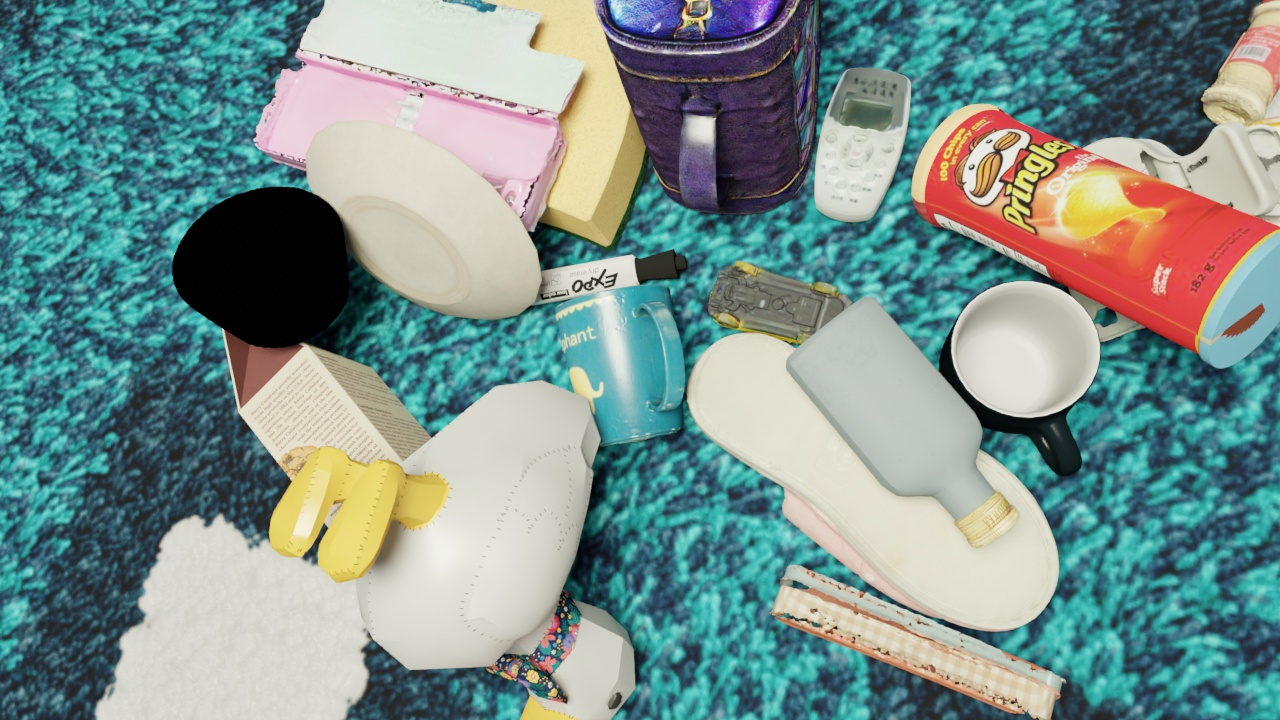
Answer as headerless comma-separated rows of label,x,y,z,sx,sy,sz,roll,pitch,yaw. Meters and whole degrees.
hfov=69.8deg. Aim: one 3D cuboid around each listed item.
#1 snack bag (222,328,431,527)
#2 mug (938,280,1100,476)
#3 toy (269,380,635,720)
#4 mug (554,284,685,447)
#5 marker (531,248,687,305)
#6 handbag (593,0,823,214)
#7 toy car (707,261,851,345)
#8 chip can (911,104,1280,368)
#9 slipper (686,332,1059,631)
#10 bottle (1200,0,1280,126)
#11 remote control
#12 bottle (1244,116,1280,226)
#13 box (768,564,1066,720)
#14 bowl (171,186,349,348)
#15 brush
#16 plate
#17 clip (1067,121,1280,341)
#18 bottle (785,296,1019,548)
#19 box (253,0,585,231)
snack bag,-0.229,0.044,0.689,0.070,0.094,0.206,-44,74,1
mug,0.246,0.017,0.588,0.085,0.094,0.121,-26,76,7
toy,-0.087,0.132,0.580,0.141,0.267,0.246,3,65,48
mug,-0.004,0.004,0.641,0.084,0.112,0.104,-8,84,-28
marker,-0.027,-0.064,0.700,0.126,0.025,0.025,-9,78,11
handbag,0.054,-0.208,0.620,0.125,0.205,0.221,5,75,13
toy car,0.101,-0.038,0.664,0.107,0.030,0.049,18,83,17
chip can,0.273,-0.083,0.559,0.087,0.087,0.213,-47,46,1
slipper,0.151,0.077,0.619,0.274,0.054,0.114,37,88,12
bottle,0.423,-0.210,0.618,0.044,0.044,0.109,32,88,16
remote control,0.161,-0.158,0.673,0.060,0.028,0.114,16,83,14
bottle,0.409,-0.098,0.589,0.063,0.063,0.108,2,81,13
box,0.175,0.190,0.598,0.187,0.053,0.058,19,125,16
bowl,-0.257,-0.059,0.644,0.115,0.063,0.115,-2,57,2
brush,-0.118,-0.199,0.718,0.250,0.075,0.195,7,81,14
plate,-0.161,-0.086,0.654,0.189,0.189,0.027,18,57,15
clip,0.338,-0.094,0.591,0.148,0.081,0.125,-32,73,46
bottle,0.167,0.042,0.570,0.072,0.046,0.161,-38,77,1
box,-0.156,-0.196,0.667,0.230,0.035,0.159,18,84,15
